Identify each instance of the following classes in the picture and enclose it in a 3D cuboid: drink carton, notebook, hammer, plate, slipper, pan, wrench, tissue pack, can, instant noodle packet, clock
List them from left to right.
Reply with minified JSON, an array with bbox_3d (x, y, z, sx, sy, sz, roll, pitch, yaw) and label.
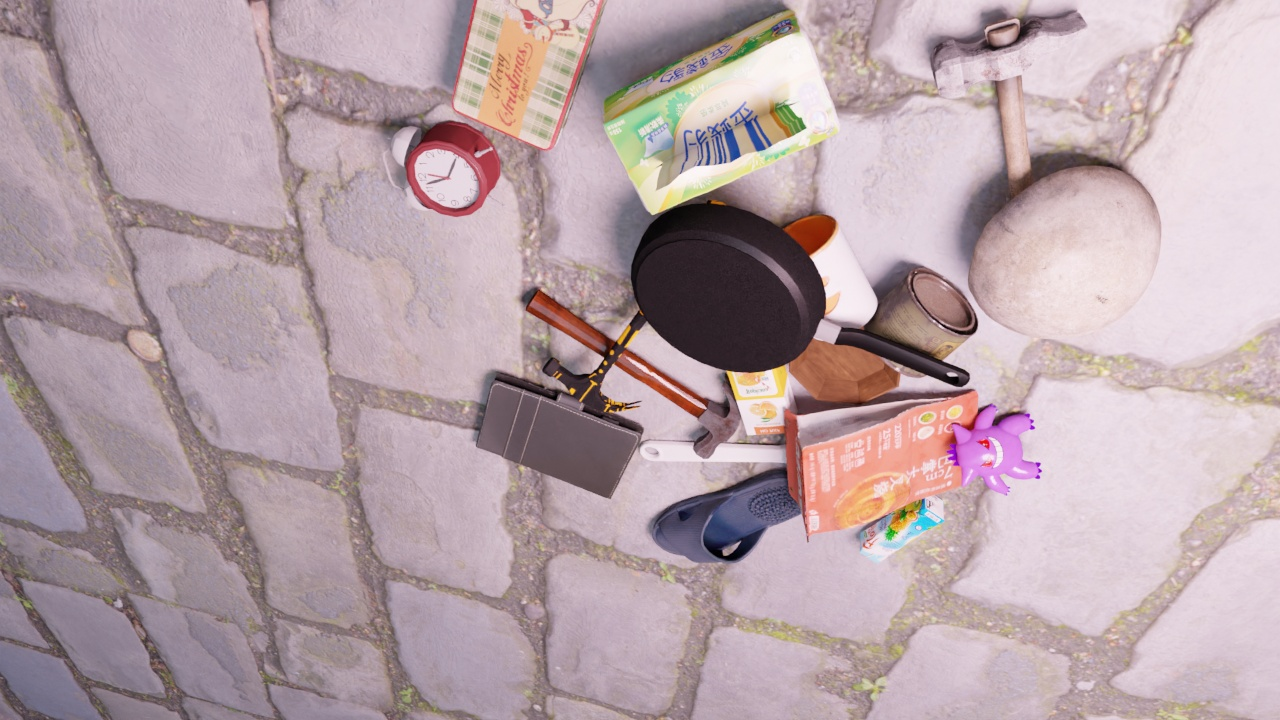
[{"bbox_3d":[-0.212,-0.205,0.989,0.138,0.048,0.096,3,131,13],"label":"clock"},{"bbox_3d":[-0.114,0.104,1.247,0.209,0.029,0.170,20,135,-5],"label":"notebook"},{"bbox_3d":[-0.007,0.007,1.121,0.300,0.028,0.111,33,126,-10],"label":"hammer"},{"bbox_3d":[0.009,-0.054,1.040,0.123,0.036,0.322,32,126,-9],"label":"hammer"},{"bbox_3d":[0.072,-0.206,0.808,0.198,0.141,0.120,-27,121,18],"label":"tissue pack"},{"bbox_3d":[0.122,0.233,1.251,0.264,0.082,0.101,-30,119,35],"label":"slipper"},{"bbox_3d":[0.129,0.120,1.193,0.274,0.018,0.066,-1,130,19],"label":"wrench"},{"bbox_3d":[0.146,0.035,1.094,0.059,0.040,0.122,-5,128,22],"label":"drink carton"},{"bbox_3d":[0.153,-0.037,0.920,0.356,0.044,0.205,23,143,9],"label":"pan"},{"bbox_3d":[0.233,-0.005,1.041,0.131,0.025,0.131,9,133,10],"label":"plate"},{"bbox_3d":[0.290,0.118,1.088,0.221,0.083,0.164,-12,130,1],"label":"instant noodle packet"},{"bbox_3d":[0.338,0.218,1.195,0.038,0.044,0.129,32,130,-12],"label":"drink carton"},{"bbox_3d":[0.290,-0.039,0.950,0.090,0.089,0.075,30,132,-10],"label":"can"},{"bbox_3d":[0.355,-0.164,0.853,0.122,0.048,0.319,-11,128,19],"label":"hammer"}]

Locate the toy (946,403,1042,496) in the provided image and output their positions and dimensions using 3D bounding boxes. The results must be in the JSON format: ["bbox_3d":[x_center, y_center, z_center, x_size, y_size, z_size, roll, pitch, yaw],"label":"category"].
[{"bbox_3d":[0.402,0.104,1.055,0.088,0.056,0.106,-8,87,-7],"label":"toy"}]

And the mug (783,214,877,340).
[{"bbox_3d":[0.187,-0.085,0.947,0.082,0.082,0.105,-18,123,30],"label":"mug"}]

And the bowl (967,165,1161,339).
[{"bbox_3d":[0.402,-0.083,0.844,0.178,0.081,0.179,-4,128,-5],"label":"bowl"}]

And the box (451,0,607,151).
[{"bbox_3d":[-0.102,-0.307,0.865,0.117,0.050,0.206,25,134,-4],"label":"box"}]
